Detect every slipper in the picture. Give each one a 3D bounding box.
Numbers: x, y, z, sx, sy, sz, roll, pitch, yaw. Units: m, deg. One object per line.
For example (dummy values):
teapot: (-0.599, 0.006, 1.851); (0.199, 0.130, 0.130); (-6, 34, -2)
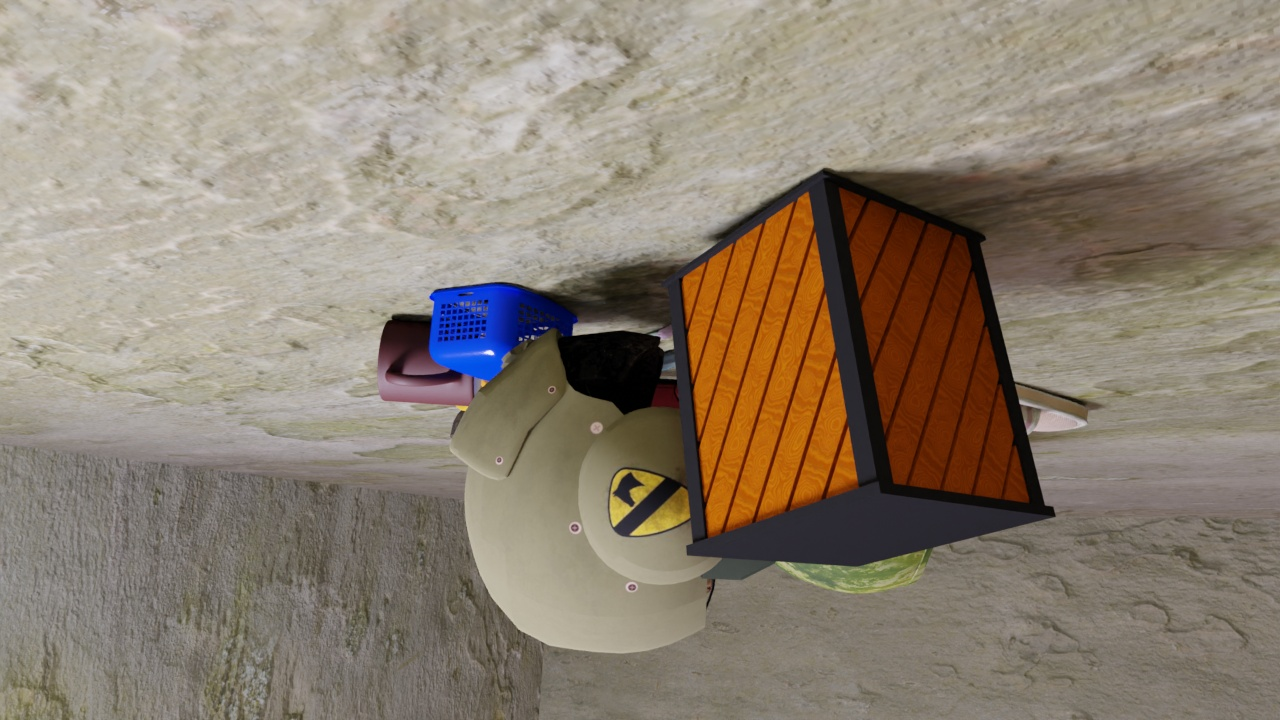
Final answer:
slipper: (0.382, 0.061, 0.999); (0.262, 0.052, 0.115); (10, 165, -29)

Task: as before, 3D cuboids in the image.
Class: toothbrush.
toothbrush: (0.011, -0.018, 0.820); (0.022, 0.015, 0.155); (-27, -177, -30)

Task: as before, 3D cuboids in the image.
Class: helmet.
helmet: (-0.018, 0.080, 0.669); (0.233, 0.255, 0.250); (2, 171, 4)
helmet: (0.241, 0.173, 1.146); (0.247, 0.213, 0.243); (20, -168, 8)

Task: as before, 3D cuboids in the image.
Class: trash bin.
trash bin: (0.116, 0.017, 0.531); (0.139, 0.171, 0.140); (12, 152, -34)

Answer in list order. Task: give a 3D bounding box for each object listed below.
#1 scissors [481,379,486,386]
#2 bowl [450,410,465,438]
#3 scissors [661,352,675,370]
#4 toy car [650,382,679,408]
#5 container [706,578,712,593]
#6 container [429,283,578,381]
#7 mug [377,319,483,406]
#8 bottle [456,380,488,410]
scissors: (-0.147, 0.045, 0.990); (0.131, 0.011, 0.125); (28, 152, 51)
bowl: (-0.183, 0.077, 1.192); (0.121, 0.056, 0.121); (3, 167, 1)
scissors: (-0.011, 0.004, 0.917); (0.133, 0.019, 0.145); (0, 169, 22)
toy car: (0.006, 0.055, 1.039); (0.170, 0.061, 0.070); (3, 167, 0)
container: (0.004, 0.184, 1.153); (0.162, 0.249, 0.183); (3, 172, -18)
container: (-0.113, -0.017, 0.754); (0.096, 0.058, 0.114); (-4, 166, 28)
mug: (-0.186, 0.006, 0.810); (0.082, 0.073, 0.105); (4, -168, -3)
bottle: (-0.151, 0.049, 1.091); (0.043, 0.043, 0.143); (-9, 163, 43)
